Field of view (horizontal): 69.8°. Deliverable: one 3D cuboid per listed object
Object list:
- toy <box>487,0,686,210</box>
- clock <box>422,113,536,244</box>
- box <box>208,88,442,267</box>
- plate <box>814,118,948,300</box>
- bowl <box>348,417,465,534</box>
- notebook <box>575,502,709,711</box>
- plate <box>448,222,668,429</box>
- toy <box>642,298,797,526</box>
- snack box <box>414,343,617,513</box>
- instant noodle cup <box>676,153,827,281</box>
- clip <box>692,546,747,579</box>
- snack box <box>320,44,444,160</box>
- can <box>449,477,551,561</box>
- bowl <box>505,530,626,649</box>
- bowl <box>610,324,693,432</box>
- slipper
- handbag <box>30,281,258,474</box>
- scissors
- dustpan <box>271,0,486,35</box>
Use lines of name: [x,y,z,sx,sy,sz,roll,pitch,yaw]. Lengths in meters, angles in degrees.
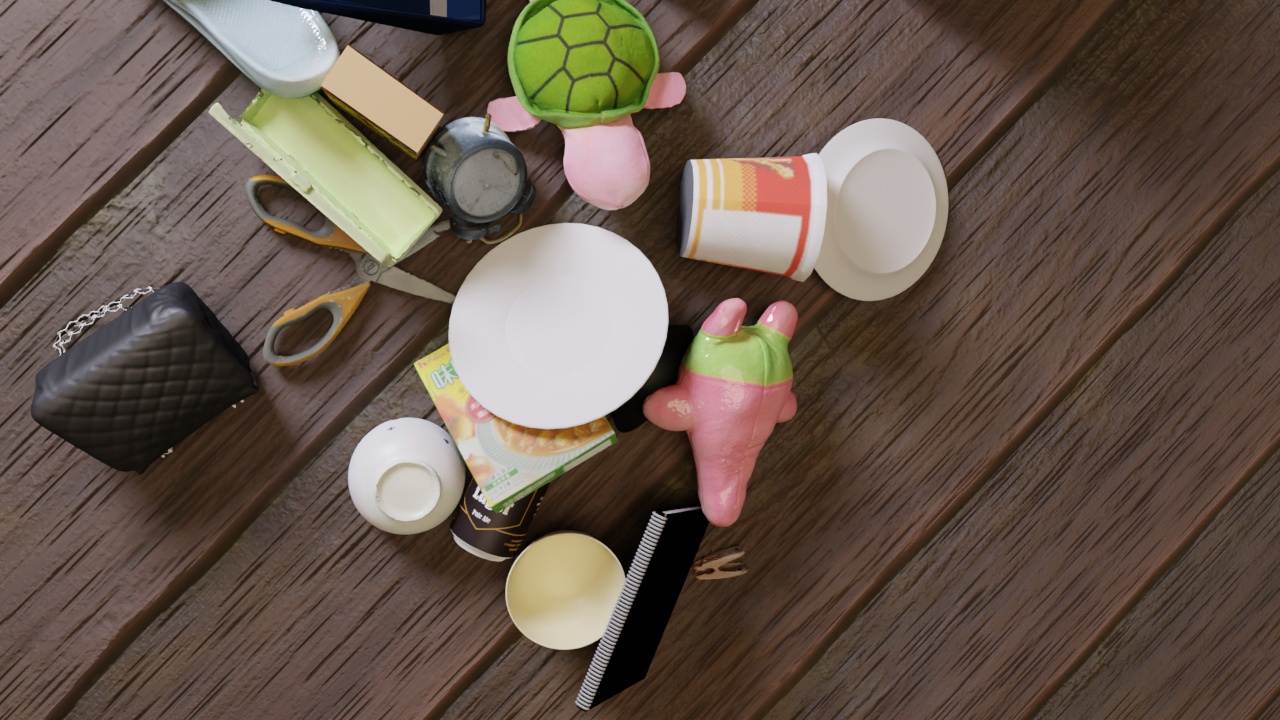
toy: [-0.049,-0.256,0.848,0.190,0.088,0.238,-8,95,-7]
clock: [-0.147,-0.163,0.848,0.090,0.052,0.129,-33,140,-13]
box: [-0.265,-0.171,0.802,0.188,0.091,0.083,42,82,-10]
plate: [0.252,-0.155,0.958,0.188,0.016,0.189,-5,102,-23]
bowl: [-0.224,0.116,0.884,0.113,0.063,0.113,-2,100,-14]
notebook: [0.009,0.244,0.932,0.016,0.149,0.207,24,95,24]
plate: [-0.077,-0.034,0.864,0.209,0.015,0.208,-3,69,7]
toy: [0.092,0.053,0.929,0.191,0.097,0.237,2,99,-32]
snack box: [-0.119,0.039,0.866,0.132,0.027,0.168,-31,68,-7]
instant noodle cup: [0.103,-0.143,0.893,0.121,0.123,0.123,3,99,-7]
clip: [0.088,0.218,0.998,0.062,0.024,0.045,2,99,-11]
snack box: [-0.220,-0.218,0.792,0.088,0.126,0.040,34,90,-17]
can: [-0.131,0.127,0.903,0.072,0.072,0.128,25,93,-16]
bowl: [-0.076,0.221,0.929,0.118,0.074,0.118,-1,97,-6]
bowl: [-0.005,0.005,0.909,0.052,0.124,0.124,33,91,21]
slipper: [-0.344,-0.322,0.749,0.245,0.074,0.103,46,67,-4]
handbag: [-0.434,0.013,0.817,0.153,0.115,0.125,-38,129,-8]
scissors: [-0.277,-0.095,0.857,0.225,0.016,0.225,-35,106,-8]
dustpan: [-0.175,-0.409,0.781,0.272,0.080,0.236,-8,104,-48]
